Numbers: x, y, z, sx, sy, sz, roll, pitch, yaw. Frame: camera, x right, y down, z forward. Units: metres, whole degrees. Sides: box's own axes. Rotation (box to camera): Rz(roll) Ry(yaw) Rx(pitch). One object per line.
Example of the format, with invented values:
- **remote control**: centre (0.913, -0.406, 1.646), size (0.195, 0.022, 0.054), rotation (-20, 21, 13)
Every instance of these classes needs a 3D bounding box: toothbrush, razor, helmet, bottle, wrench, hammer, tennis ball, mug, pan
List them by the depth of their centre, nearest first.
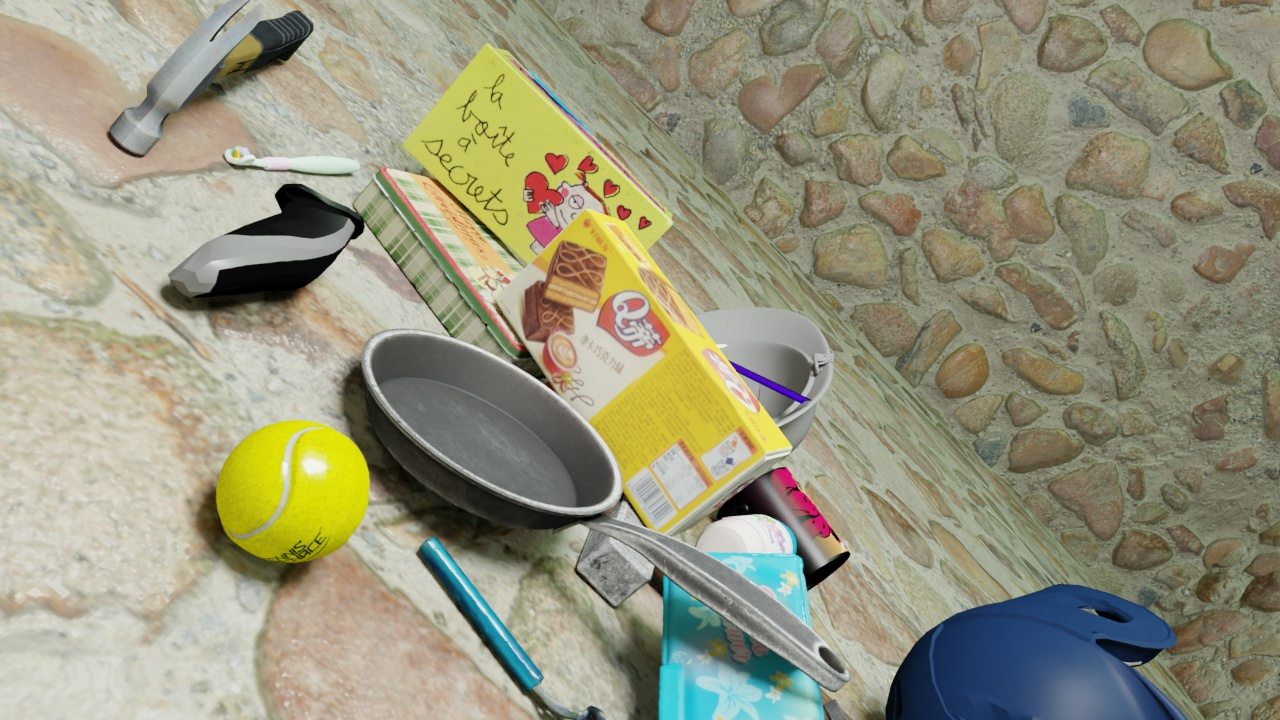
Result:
- **tennis ball**: centre (-0.159, 0.060, 0.422), size (0.065, 0.065, 0.065), rotation (41, 18, -17)
- **razor**: centre (-0.072, 0.153, 0.501), size (0.144, 0.022, 0.042), rotation (45, -20, 7)
- **razor**: centre (-0.228, -0.066, 0.563), size (0.155, 0.057, 0.060), rotation (-71, 146, -61)
- **wrench**: centre (0.147, 0.280, 0.566), size (0.273, 0.018, 0.073), rotation (65, -3, -40)
- **pan**: centre (-0.030, 0.090, 0.566), size (0.357, 0.055, 0.187), rotation (39, 16, 17)
- **helmet**: centre (0.312, 0.314, 0.701), size (0.222, 0.233, 0.272), rotation (-15, 31, -29)
- **hammer**: centre (-0.300, -0.239, 0.702), size (0.025, 0.118, 0.332), rotation (42, 13, -22)
- **bottle**: centre (0.091, 0.147, 0.718), size (0.051, 0.051, 0.146), rotation (54, 18, 22)
- **toothbrush**: centre (-0.268, -0.157, 0.725), size (0.022, 0.015, 0.154), rotation (17, 13, 13)
- **hammer**: centre (0.082, 0.201, 0.732), size (0.300, 0.037, 0.217), rotation (46, 17, -7)
- **mug**: centre (0.121, 0.162, 0.836), size (0.117, 0.082, 0.098), rotation (2, 46, -53)
- **helmet**: centre (0.094, 0.048, 0.889), size (0.270, 0.183, 0.118), rotation (-71, 156, -63)

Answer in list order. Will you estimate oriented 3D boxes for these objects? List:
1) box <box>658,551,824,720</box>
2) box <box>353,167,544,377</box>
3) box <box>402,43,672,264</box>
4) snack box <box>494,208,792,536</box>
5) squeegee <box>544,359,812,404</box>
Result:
- **box**: centre (0.060, 0.238, 0.548), size (0.226, 0.098, 0.121), rotation (-87, 176, -53)
- **box**: centre (-0.144, -0.073, 0.779), size (0.205, 0.049, 0.117), rotation (51, 17, 15)
- **box**: centre (-0.088, -0.162, 0.824), size (0.221, 0.124, 0.080), rotation (45, 14, -11)
- **snack box**: centre (-0.001, 0.007, 0.688), size (0.230, 0.110, 0.061), rotation (55, 21, 17)
- **squeegee**: centre (-0.005, 0.005, 0.806), size (0.184, 0.055, 0.250), rotation (-18, 29, -31)
